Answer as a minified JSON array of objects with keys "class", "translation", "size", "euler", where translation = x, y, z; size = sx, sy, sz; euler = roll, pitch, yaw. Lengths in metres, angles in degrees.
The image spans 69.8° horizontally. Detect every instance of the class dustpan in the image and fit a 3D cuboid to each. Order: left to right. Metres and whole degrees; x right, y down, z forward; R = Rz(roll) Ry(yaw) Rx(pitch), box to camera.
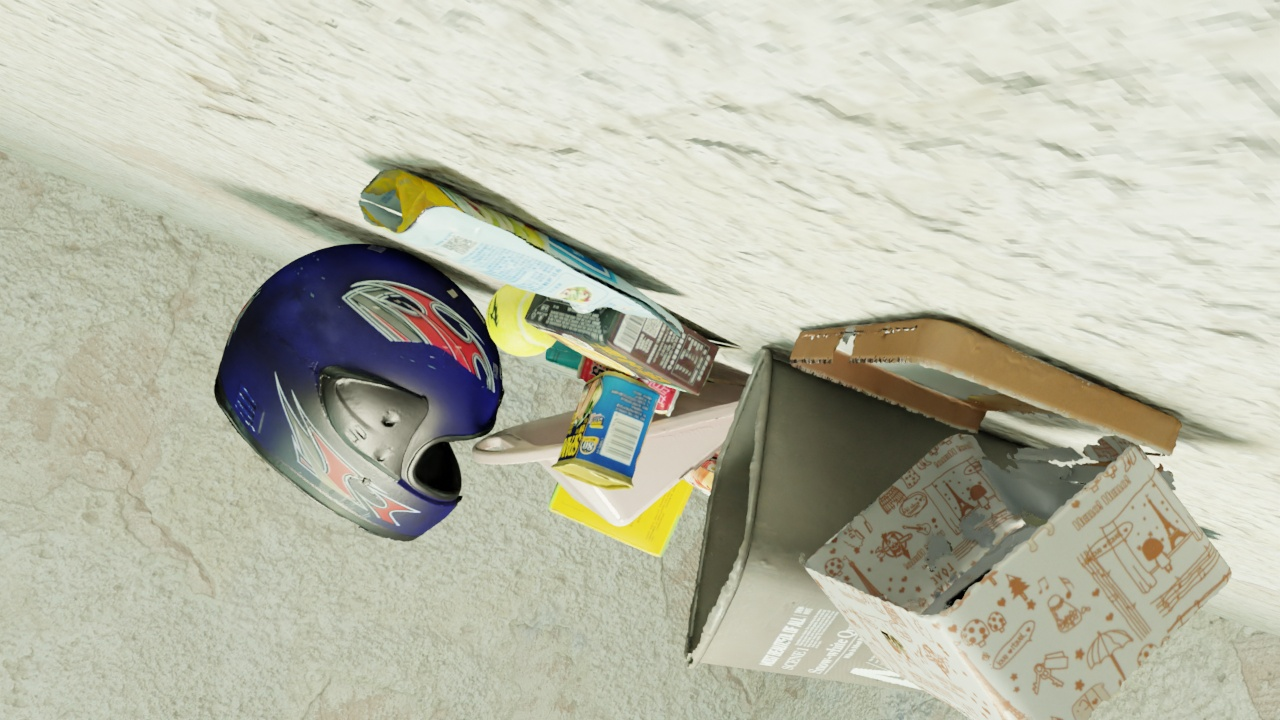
[{"class":"dustpan","translation":[-0.023,0.056,0.930],"size":[0.139,0.273,0.223],"euler":[52,164,-13]}]

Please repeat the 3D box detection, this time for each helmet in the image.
[{"class":"helmet","translation":[-0.263,0.021,0.968],"size":[0.315,0.240,0.247],"euler":[47,-172,-29]}]

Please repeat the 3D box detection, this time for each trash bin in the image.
[{"class":"trash bin","translation":[0.161,0.133,0.667],"size":[0.220,0.198,0.199],"euler":[14,141,0]}]

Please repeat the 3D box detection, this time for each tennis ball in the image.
[{"class":"tennis ball","translation":[-0.098,-0.036,0.781],"size":[0.065,0.065,0.065],"euler":[21,176,1]}]

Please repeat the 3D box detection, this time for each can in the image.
[{"class":"can","translation":[-0.029,0.060,0.772],"size":[0.057,0.083,0.102],"euler":[22,166,-12]},{"class":"can","translation":[-0.005,0.005,0.842],"size":[0.094,0.066,0.066],"euler":[21,176,2]}]

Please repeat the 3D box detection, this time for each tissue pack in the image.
[{"class":"tissue pack","translation":[-0.057,-0.008,1.025],"size":[0.093,0.050,0.133],"euler":[20,176,-6]}]

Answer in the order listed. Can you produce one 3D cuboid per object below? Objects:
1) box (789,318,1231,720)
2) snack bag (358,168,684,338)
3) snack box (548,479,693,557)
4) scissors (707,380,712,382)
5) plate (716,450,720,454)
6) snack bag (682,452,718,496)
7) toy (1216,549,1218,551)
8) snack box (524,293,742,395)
[{"class":"box","translation":[0.153,0.055,0.467],"size":[0.187,0.155,0.183],"euler":[50,170,-3]},{"class":"snack bag","translation":[-0.068,-0.059,0.555],"size":[0.190,0.038,0.110],"euler":[22,170,-39]},{"class":"snack box","translation":[-0.004,0.118,1.153],"size":[0.157,0.210,0.070],"euler":[24,-177,-1]},{"class":"scissors","translation":[0.080,0.033,1.151],"size":[0.156,0.012,0.166],"euler":[22,177,-6]},{"class":"plate","translation":[0.160,0.122,1.018],"size":[0.229,0.028,0.229],"euler":[29,-172,-5]},{"class":"snack bag","translation":[0.096,0.130,1.016],"size":[0.128,0.073,0.208],"euler":[28,-178,-20]},{"class":"toy","translation":[0.396,0.143,0.787],"size":[0.156,0.049,0.162],"euler":[21,171,-32]},{"class":"snack box","translation":[-0.006,-0.019,0.711],"size":[0.125,0.053,0.113],"euler":[31,170,-39]}]
